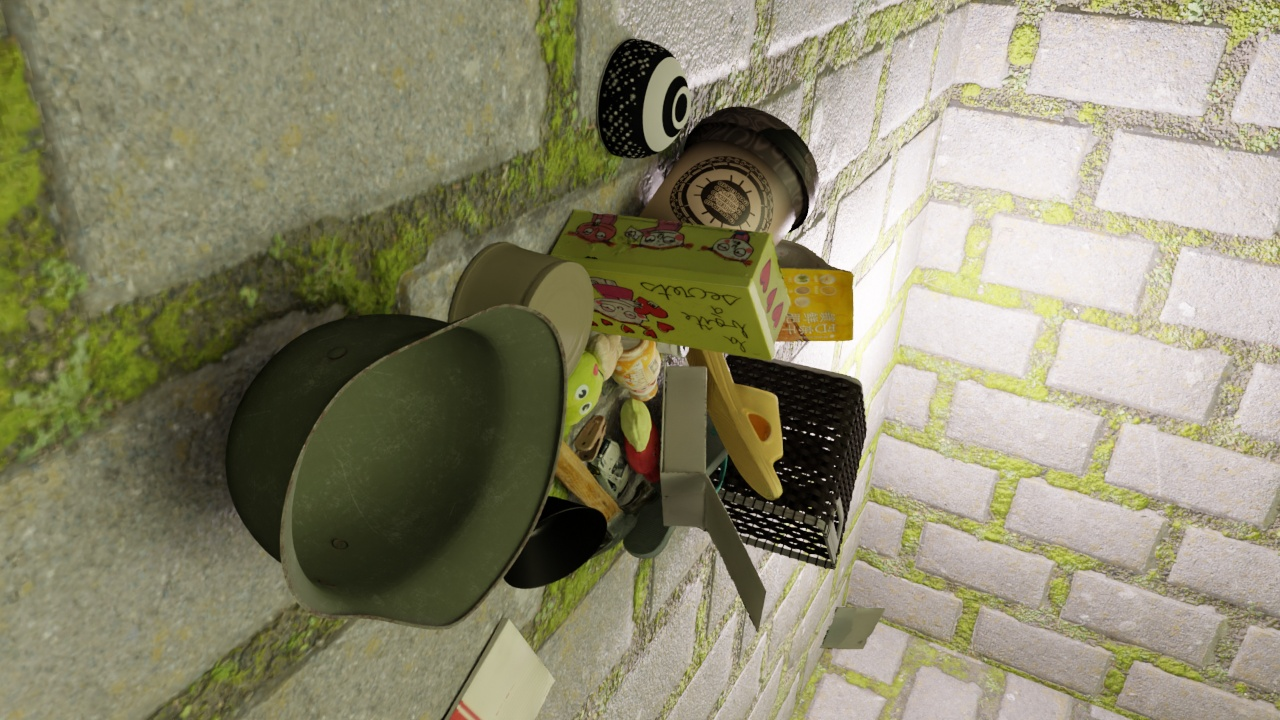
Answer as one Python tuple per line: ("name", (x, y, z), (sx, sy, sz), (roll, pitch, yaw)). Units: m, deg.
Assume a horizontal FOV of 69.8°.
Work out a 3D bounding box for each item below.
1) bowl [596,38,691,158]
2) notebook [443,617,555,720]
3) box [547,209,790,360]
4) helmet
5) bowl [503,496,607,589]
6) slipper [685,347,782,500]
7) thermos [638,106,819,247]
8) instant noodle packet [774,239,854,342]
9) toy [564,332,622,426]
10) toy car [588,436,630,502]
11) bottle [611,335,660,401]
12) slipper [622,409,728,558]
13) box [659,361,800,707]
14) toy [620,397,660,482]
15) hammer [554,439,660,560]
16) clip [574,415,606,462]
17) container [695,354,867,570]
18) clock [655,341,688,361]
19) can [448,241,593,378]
("bowl", (0.014, -0.266, 0.949), (0.119, 0.066, 0.120), (-45, 144, -47))
("notebook", (-0.165, 0.408, 1.075), (0.152, 0.012, 0.209), (-59, 152, -29))
("box", (0.029, -0.075, 0.910), (0.079, 0.221, 0.124), (-64, 152, -24))
("helmet", (-0.180, 0.058, 0.628), (0.267, 0.154, 0.227), (-29, 130, -64))
("bowl", (-0.103, 0.184, 0.988), (0.124, 0.052, 0.124), (-22, 140, -21))
("slipper", (0.141, 0.063, 1.260), (0.078, 0.263, 0.100), (-22, 170, -17))
("thermos", (0.083, -0.160, 1.064), (0.225, 0.173, 0.173), (-53, 150, -26))
("instant noodle packet", (0.180, -0.095, 1.238), (0.163, 0.222, 0.084), (71, 38, -55))
("toy", (-0.056, 0.013, 1.002), (0.117, 0.043, 0.092), (-50, 152, -26))
("toy car", (-0.035, 0.140, 1.159), (0.047, 0.033, 0.105), (-58, 151, -27))
("bottle", (-0.006, 0.006, 1.092), (0.063, 0.063, 0.109), (-60, 154, -27))
("slipper", (0.064, 0.175, 1.324), (0.268, 0.098, 0.055), (-53, 133, -21))
("box", (0.086, 0.212, 1.145), (0.166, 0.108, 0.418), (84, -5, -57))
("toy", (0.002, 0.104, 1.170), (0.135, 0.045, 0.091), (73, 9, -45))
("hammer", (-0.074, 0.134, 1.042), (0.132, 0.033, 0.330), (-46, 145, -10))
("clip", (-0.056, 0.097, 1.092), (0.060, 0.025, 0.045), (-55, 151, -43))
("container", (0.220, 0.157, 1.473), (0.243, 0.246, 0.247), (-68, 156, -21))
("clock", (0.038, -0.060, 1.143), (0.083, 0.057, 0.117), (46, 52, -73))
("can", (-0.105, -0.037, 0.833), (0.127, 0.073, 0.128), (-45, 144, -47))
